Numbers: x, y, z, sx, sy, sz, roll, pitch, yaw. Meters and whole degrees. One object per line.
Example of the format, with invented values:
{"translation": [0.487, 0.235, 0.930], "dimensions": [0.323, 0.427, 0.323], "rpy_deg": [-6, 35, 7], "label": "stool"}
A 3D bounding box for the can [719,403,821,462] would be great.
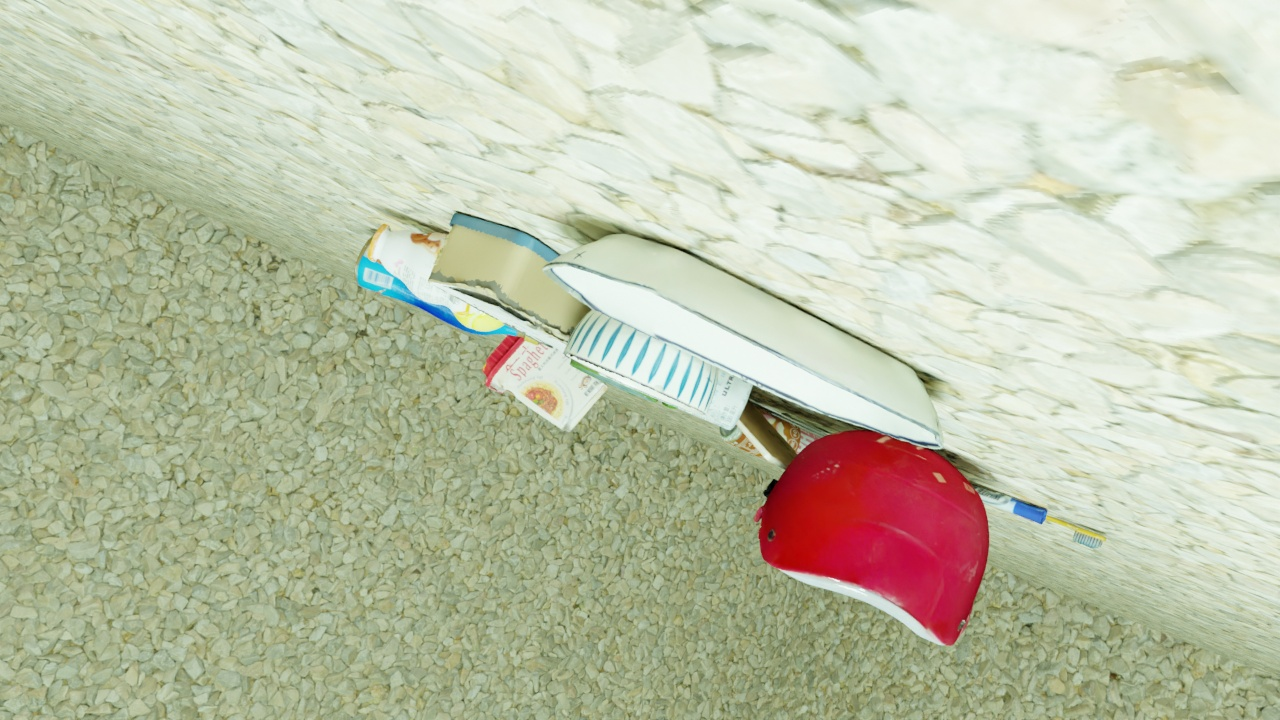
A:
{"translation": [0.171, 0.100, 1.134], "dimensions": [0.147, 0.058, 0.058], "rpy_deg": [25, 175, -20], "label": "can"}

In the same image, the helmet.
{"translation": [0.223, 0.137, 0.847], "dimensions": [0.207, 0.144, 0.239], "rpy_deg": [24, -171, 5], "label": "helmet"}

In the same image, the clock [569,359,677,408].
{"translation": [-0.006, 0.006, 0.972], "dimensions": [0.161, 0.056, 0.116], "rpy_deg": [27, 175, -37], "label": "clock"}

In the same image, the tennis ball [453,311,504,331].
{"translation": [-0.151, -0.061, 0.885], "dimensions": [0.065, 0.065, 0.065], "rpy_deg": [23, 175, 2], "label": "tennis ball"}

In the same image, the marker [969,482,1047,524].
{"translation": [0.346, 0.136, 0.953], "dimensions": [0.146, 0.017, 0.017], "rpy_deg": [20, 174, 38], "label": "marker"}

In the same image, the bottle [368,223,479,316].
{"translation": [-0.184, -0.083, 0.810], "dimensions": [0.108, 0.063, 0.063], "rpy_deg": [23, 175, -2], "label": "bottle"}

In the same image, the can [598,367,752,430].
{"translation": [0.030, 0.011, 0.853], "dimensions": [0.147, 0.058, 0.058], "rpy_deg": [23, 175, 6], "label": "can"}

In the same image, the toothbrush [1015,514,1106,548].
{"translation": [0.392, 0.159, 0.966], "dimensions": [0.016, 0.018, 0.192], "rpy_deg": [30, 172, -41], "label": "toothbrush"}

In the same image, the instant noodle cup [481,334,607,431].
{"translation": [-0.113, 0.018, 1.131], "dimensions": [0.124, 0.116, 0.116], "rpy_deg": [40, 177, 8], "label": "instant noodle cup"}

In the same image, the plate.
{"translation": [0.068, -0.014, 0.558], "dimensions": [0.265, 0.034, 0.162], "rpy_deg": [25, 175, -14], "label": "plate"}

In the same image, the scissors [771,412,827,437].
{"translation": [0.239, 0.100, 1.092], "dimensions": [0.163, 0.012, 0.160], "rpy_deg": [22, 174, 31], "label": "scissors"}

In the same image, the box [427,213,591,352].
{"translation": [-0.085, -0.053, 0.719], "dimensions": [0.090, 0.061, 0.184], "rpy_deg": [20, 172, 31], "label": "box"}

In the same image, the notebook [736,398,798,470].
{"translation": [0.123, 0.068, 0.971], "dimensions": [0.148, 0.008, 0.207], "rpy_deg": [50, -170, 29], "label": "notebook"}

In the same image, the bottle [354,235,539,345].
{"translation": [-0.210, -0.074, 1.034], "dimensions": [0.218, 0.065, 0.065], "rpy_deg": [23, 175, -1], "label": "bottle"}

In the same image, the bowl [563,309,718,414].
{"translation": [0.008, -0.011, 0.683], "dimensions": [0.116, 0.066, 0.116], "rpy_deg": [24, 176, 1], "label": "bowl"}
